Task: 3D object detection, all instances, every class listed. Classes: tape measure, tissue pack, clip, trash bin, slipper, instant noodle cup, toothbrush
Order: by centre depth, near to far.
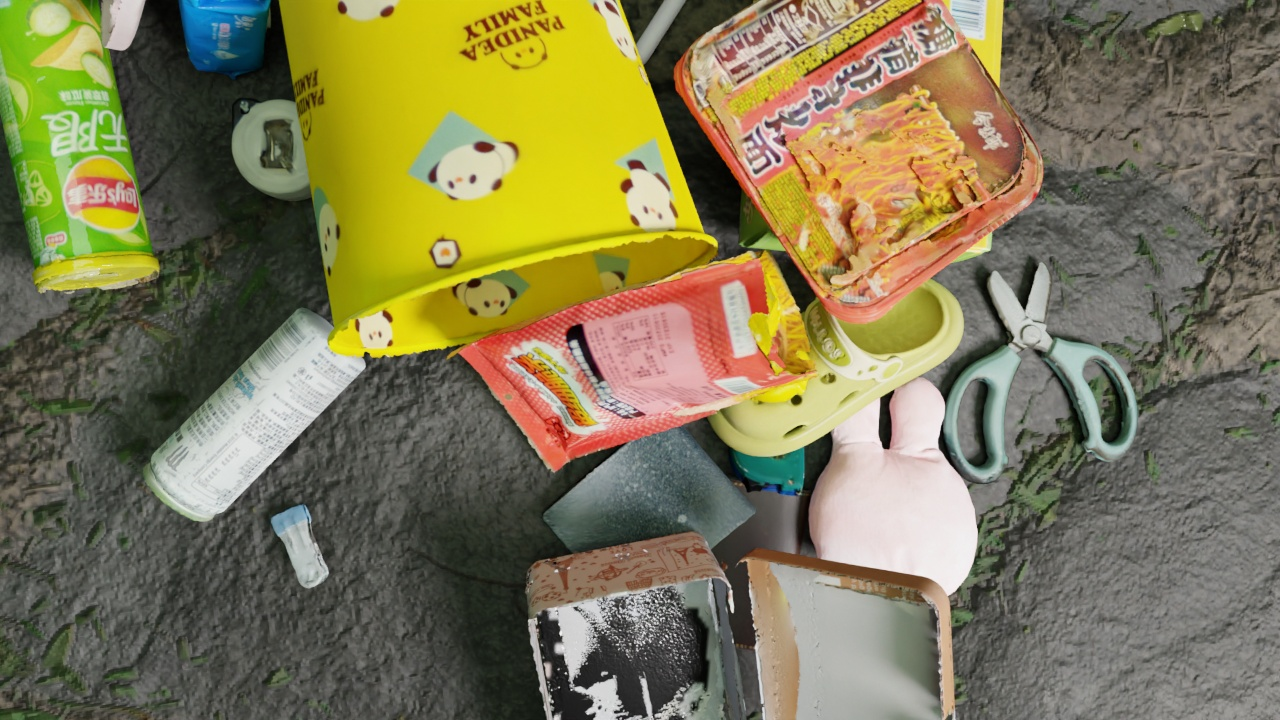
[{"bbox_3d":[0.126,-0.131,0.543,0.164,0.079,0.189,-34,91,-9],"label":"instant noodle cup"},{"bbox_3d":[-0.099,-0.153,0.544,0.229,0.230,0.255,-15,86,-5],"label":"trash bin"},{"bbox_3d":[-0.253,-0.238,0.556,0.052,0.157,0.095,-7,91,-23],"label":"tissue pack"},{"bbox_3d":[-0.237,-0.142,0.617,0.065,0.033,0.066,-2,90,-4],"label":"tape measure"},{"bbox_3d":[0.127,-0.012,0.617,0.190,0.082,0.091,-26,57,-3],"label":"slipper"},{"bbox_3d":[-0.232,0.128,0.627,0.024,0.029,0.057,-22,86,-7],"label":"clip"},{"bbox_3d":[0.090,0.064,0.643,0.054,0.025,0.058,7,59,-2],"label":"tape measure"},{"bbox_3d":[0.010,-0.227,0.647,0.029,0.021,0.189,29,86,27],"label":"toothbrush"}]

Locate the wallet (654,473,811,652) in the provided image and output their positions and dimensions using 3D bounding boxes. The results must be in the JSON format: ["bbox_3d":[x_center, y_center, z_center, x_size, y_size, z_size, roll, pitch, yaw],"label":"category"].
[{"bbox_3d":[0.065,0.143,0.656,0.096,0.020,0.122,10,90,-1],"label":"wallet"}]

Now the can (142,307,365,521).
[{"bbox_3d":[-0.252,0.035,0.604,0.058,0.058,0.146,44,87,-4],"label":"can"}]

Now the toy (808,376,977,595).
[{"bbox_3d":[0.178,0.091,0.648,0.121,0.054,0.159,1,82,-8],"label":"toy"}]

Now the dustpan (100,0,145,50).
[{"bbox_3d":[-0.273,-0.321,0.518,0.139,0.223,0.272,37,66,-26],"label":"dustpan"}]

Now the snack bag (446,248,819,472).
[{"bbox_3d":[-0.003,0.003,0.575,0.208,0.073,0.128,-18,131,24],"label":"snack bag"}]

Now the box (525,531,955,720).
[{"bbox_3d":[0.059,0.210,0.585,0.274,0.124,0.179,-4,104,16],"label":"box"}]

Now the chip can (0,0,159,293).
[{"bbox_3d":[-0.368,-0.157,0.585,0.072,0.072,0.221,-12,92,-5],"label":"chip can"}]

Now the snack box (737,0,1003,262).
[{"bbox_3d":[0.155,-0.176,0.626,0.157,0.070,0.210,4,87,-9],"label":"snack box"}]

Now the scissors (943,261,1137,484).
[{"bbox_3d":[0.278,0.022,0.675,0.179,0.019,0.172,-35,95,-3],"label":"scissors"}]

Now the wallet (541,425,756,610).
[{"bbox_3d":[0.004,0.107,0.640,0.121,0.019,0.097,-41,88,5],"label":"wallet"}]
